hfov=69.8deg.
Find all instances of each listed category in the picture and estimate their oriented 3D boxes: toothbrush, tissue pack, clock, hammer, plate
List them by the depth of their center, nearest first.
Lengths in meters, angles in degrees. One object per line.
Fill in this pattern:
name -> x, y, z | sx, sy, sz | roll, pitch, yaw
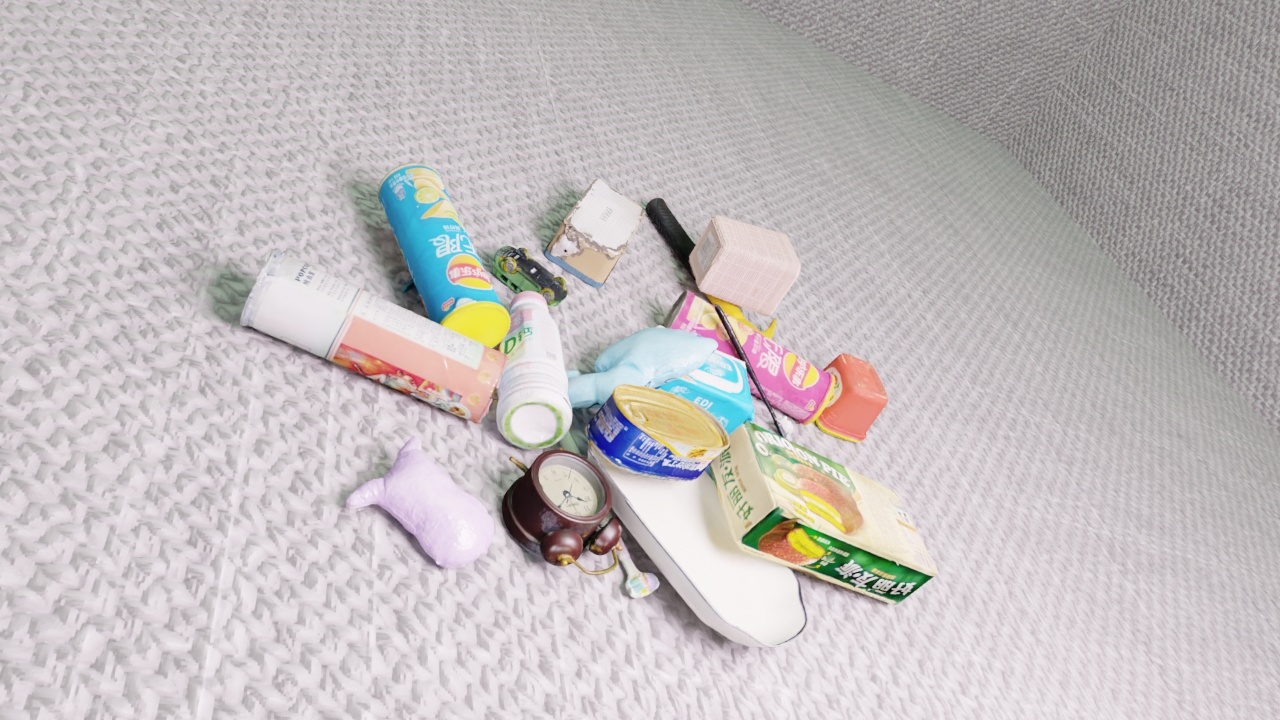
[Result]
clock -> -0.062, 0.129, 0.762 | 0.081, 0.055, 0.122 | -4, 50, -46
toothbrush -> -0.036, 0.128, 0.821 | 0.029, 0.020, 0.189 | -13, 50, -25
plate -> 0.043, 0.153, 0.830 | 0.265, 0.034, 0.161 | 48, 23, 21
tissue pack -> 0.059, 0.022, 1.012 | 0.140, 0.063, 0.089 | 22, 35, -21
toothbrush -> 0.131, 0.012, 1.062 | 0.181, 0.018, 0.015 | 60, -3, -11
hammer -> 0.085, -0.120, 1.258 | 0.128, 0.033, 0.300 | 4, 43, -41

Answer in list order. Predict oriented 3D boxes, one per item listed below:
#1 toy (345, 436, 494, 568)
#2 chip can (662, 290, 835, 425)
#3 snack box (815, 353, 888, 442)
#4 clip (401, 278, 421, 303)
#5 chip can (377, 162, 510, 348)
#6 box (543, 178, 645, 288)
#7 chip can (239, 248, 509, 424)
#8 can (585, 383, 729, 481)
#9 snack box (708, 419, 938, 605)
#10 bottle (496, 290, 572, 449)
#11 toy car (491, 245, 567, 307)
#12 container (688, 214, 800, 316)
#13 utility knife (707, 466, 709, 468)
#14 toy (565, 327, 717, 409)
toy -> -0.161, 0.115, 0.704 | 0.108, 0.039, 0.083 | 42, 46, 2
chip can -> 0.127, -0.004, 1.103 | 0.210, 0.072, 0.071 | 30, 32, -8
snack box -> 0.263, 0.045, 1.158 | 0.082, 0.080, 0.091 | 20, 34, -24
clip -> -0.222, -0.077, 0.929 | 0.042, 0.014, 0.056 | 32, 31, -7
chip can -> -0.197, -0.103, 0.903 | 0.071, 0.071, 0.210 | 3, 46, -41
box -> -0.053, -0.167, 1.168 | 0.090, 0.061, 0.183 | 33, 29, -4
chip can -> -0.224, -0.018, 0.791 | 0.214, 0.071, 0.071 | 25, 33, -16
can -> 0.017, 0.067, 0.839 | 0.148, 0.049, 0.074 | 16, 31, -47
snack box -> 0.182, 0.154, 0.906 | 0.240, 0.063, 0.114 | 25, 31, -32
bottle -> -0.105, 0.000, 0.888 | 0.068, 0.068, 0.196 | 21, 31, -22
toy car -> -0.123, -0.091, 1.018 | 0.091, 0.036, 0.043 | 36, 30, 3
container -> 0.132, -0.126, 1.197 | 0.110, 0.090, 0.089 | 15, 37, -23
utility knife -> 0.133, 0.138, 0.974 | 0.216, 0.013, 0.029 | 28, 34, -16
toy -> -0.005, 0.005, 0.925 | 0.162, 0.050, 0.155 | -4, 30, 19
